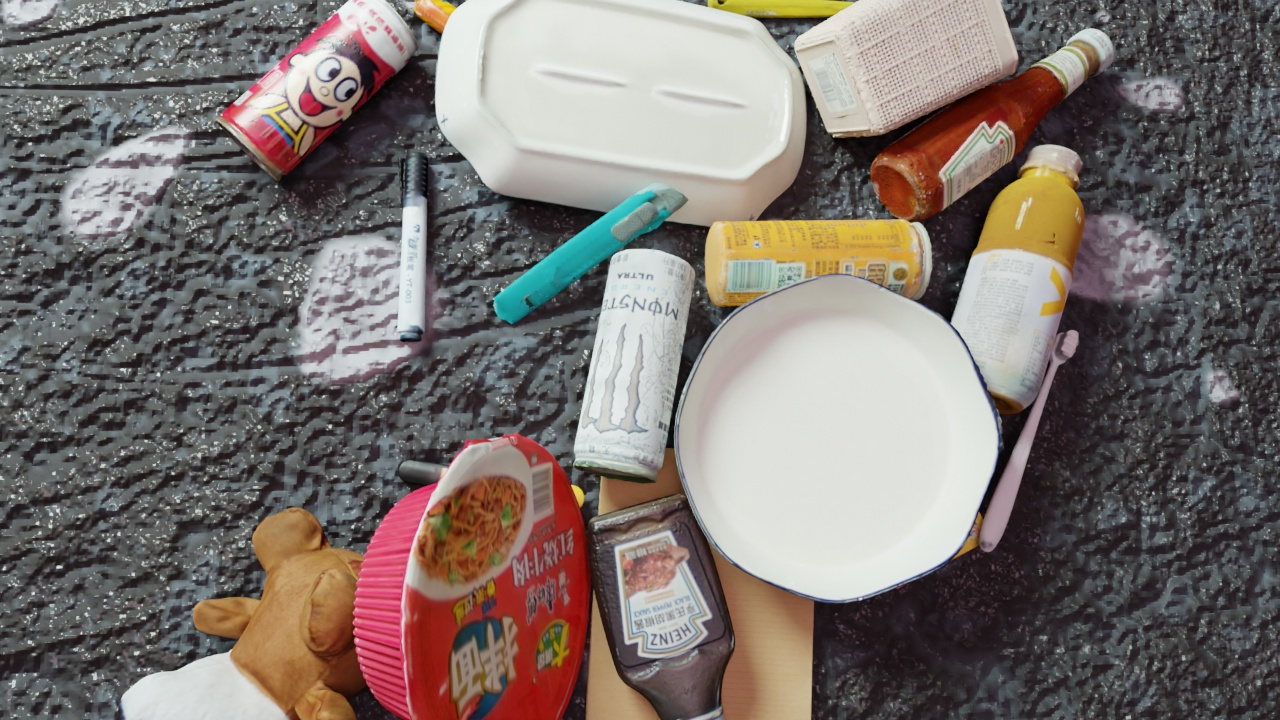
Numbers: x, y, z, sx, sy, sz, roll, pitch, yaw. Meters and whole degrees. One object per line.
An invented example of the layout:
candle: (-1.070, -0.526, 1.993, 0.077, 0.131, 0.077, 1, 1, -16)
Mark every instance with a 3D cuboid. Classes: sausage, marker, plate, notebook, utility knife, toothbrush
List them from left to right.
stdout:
marker: (-0.155, -0.077, 0.621, 0.022, 0.018, 0.130, 0, 81, 2)
marker: (-0.098, 0.082, 0.607, 0.124, 0.015, 0.018, 10, 79, -2)
sausage: (-0.093, -0.209, 0.644, 0.165, 0.021, 0.021, 35, 79, -1)
utility knife: (-0.035, -0.073, 0.618, 0.151, 0.012, 0.029, -35, 114, 5)
plate: (-0.004, -0.181, 0.625, 0.265, 0.034, 0.162, 7, 84, -14)
notebook: (0.042, 0.166, 0.612, 0.149, 0.012, 0.211, 4, 81, -4)
plate: (0.123, 0.050, 0.593, 0.205, 0.045, 0.204, 0, 84, -4)
toothbrush: (0.145, -0.264, 0.682, 0.190, 0.017, 0.015, -2, 81, -7)
toothbrush: (0.270, 0.053, 0.636, 0.016, 0.016, 0.179, 31, 70, -2)

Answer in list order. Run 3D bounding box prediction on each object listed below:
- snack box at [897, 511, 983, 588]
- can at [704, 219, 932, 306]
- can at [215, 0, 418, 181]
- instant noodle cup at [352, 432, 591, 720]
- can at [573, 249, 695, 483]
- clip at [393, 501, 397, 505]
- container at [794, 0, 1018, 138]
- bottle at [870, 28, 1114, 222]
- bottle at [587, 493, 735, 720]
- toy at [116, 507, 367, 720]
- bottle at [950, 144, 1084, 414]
snack box: (0.170, 0.069, 0.632, 0.077, 0.027, 0.155, -25, 85, -8)
can: (0.120, -0.067, 0.630, 0.146, 0.058, 0.058, -1, 82, -7)
can: (-0.213, -0.184, 0.611, 0.053, 0.053, 0.132, 43, 79, 1)
instant noodle cup: (-0.099, 0.139, 0.533, 0.066, 0.193, 0.193, -2, 81, 25)
can: (-0.004, 0.004, 0.601, 0.058, 0.058, 0.146, 12, 77, -5)
clip: (-0.140, 0.115, 0.592, 0.045, 0.027, 0.058, -13, 84, -16)
container: (0.179, -0.213, 0.635, 0.111, 0.090, 0.090, -29, 108, -7)
bottle: (0.258, -0.175, 0.662, 0.205, 0.060, 0.060, -36, 87, -12)
bottle: (0.023, 0.186, 0.580, 0.080, 0.044, 0.195, -15, 84, -5)
toy: (-0.224, 0.194, 0.524, 0.130, 0.140, 0.199, 35, 86, -39)
bottle: (0.264, -0.059, 0.640, 0.068, 0.068, 0.189, 21, 80, -3)
